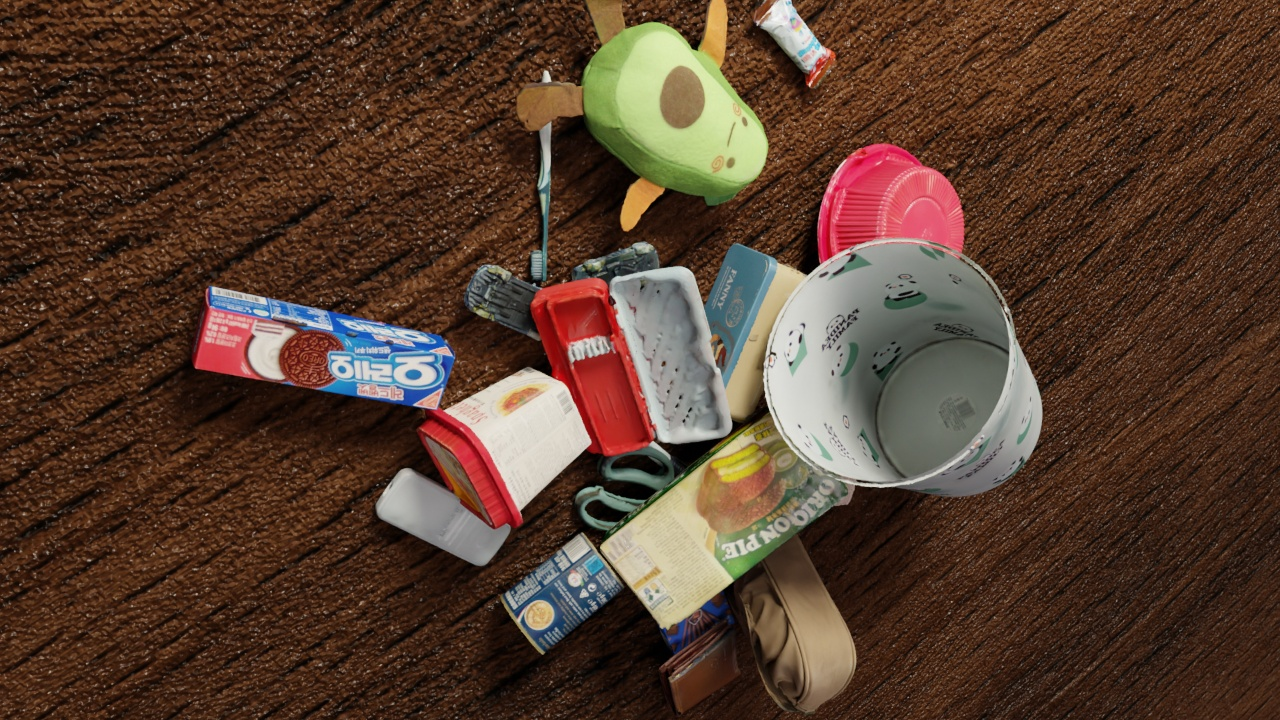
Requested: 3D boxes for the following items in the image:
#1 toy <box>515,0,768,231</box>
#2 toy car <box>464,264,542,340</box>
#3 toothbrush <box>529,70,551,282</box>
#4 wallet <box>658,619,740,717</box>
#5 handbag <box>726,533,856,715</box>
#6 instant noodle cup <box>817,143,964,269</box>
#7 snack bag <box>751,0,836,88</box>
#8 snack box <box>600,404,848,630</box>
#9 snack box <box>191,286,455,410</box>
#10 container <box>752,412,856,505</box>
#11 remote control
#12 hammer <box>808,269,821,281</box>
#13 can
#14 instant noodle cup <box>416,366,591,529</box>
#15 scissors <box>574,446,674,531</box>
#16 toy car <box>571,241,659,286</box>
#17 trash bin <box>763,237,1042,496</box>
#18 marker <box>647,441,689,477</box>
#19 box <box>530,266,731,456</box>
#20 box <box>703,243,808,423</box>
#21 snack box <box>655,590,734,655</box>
[{"bbox_3d":[0.022,-0.225,0.826,0.246,0.090,0.227,24,95,-32],"label":"toy"},{"bbox_3d":[-0.116,-0.054,0.856,0.105,0.031,0.049,24,98,-42],"label":"toy car"},{"bbox_3d":[-0.091,-0.164,0.838,0.018,0.016,0.192,-2,111,-15],"label":"toothbrush"},{"bbox_3d":[0.074,0.370,1.096,0.101,0.032,0.125,-31,141,-18],"label":"wallet"},{"bbox_3d":[0.157,0.287,1.028,0.099,0.204,0.148,-9,126,-12],"label":"handbag"},{"bbox_3d":[0.280,-0.135,0.979,0.193,0.066,0.194,-4,98,-34],"label":"instant noodle cup"},{"bbox_3d":[0.151,-0.314,0.894,0.105,0.026,0.045,39,92,-30],"label":"snack bag"},{"bbox_3d":[0.084,0.158,0.946,0.240,0.063,0.114,-40,90,7],"label":"snack box"},{"bbox_3d":[-0.266,-0.009,0.785,0.207,0.057,0.058,13,106,-30],"label":"snack box"},{"bbox_3d":[0.184,0.115,1.039,0.110,0.090,0.090,5,106,-31],"label":"container"},{"bbox_3d":[-0.193,0.156,0.905,0.136,0.020,0.056,35,90,-32],"label":"remote control"},{"bbox_3d":[0.315,-0.033,1.081,0.323,0.032,0.126,17,101,-31],"label":"hammer"},{"bbox_3d":[-0.080,0.242,0.962,0.111,0.075,0.075,-37,121,-10],"label":"can"},{"bbox_3d":[-0.124,0.076,0.863,0.124,0.116,0.117,-35,121,-24],"label":"instant noodle cup"},{"bbox_3d":[0.020,0.137,0.993,0.179,0.019,0.139,10,116,-26],"label":"scissors"},{"bbox_3d":[-0.024,-0.086,0.890,0.090,0.034,0.043,-23,115,-20],"label":"toy car"},{"bbox_3d":[0.279,0.030,0.917,0.251,0.230,0.229,25,97,-54],"label":"trash bin"},{"bbox_3d":[0.011,0.093,0.985,0.130,0.018,0.022,42,79,-33],"label":"marker"},{"bbox_3d":[-0.005,0.005,0.874,0.158,0.037,0.201,-11,126,9],"label":"box"},{"bbox_3d":[0.104,-0.033,0.943,0.059,0.090,0.184,15,100,-29],"label":"box"},{"bbox_3d":[0.049,0.267,1.064,0.084,0.026,0.157,-29,119,-14],"label":"snack box"}]
